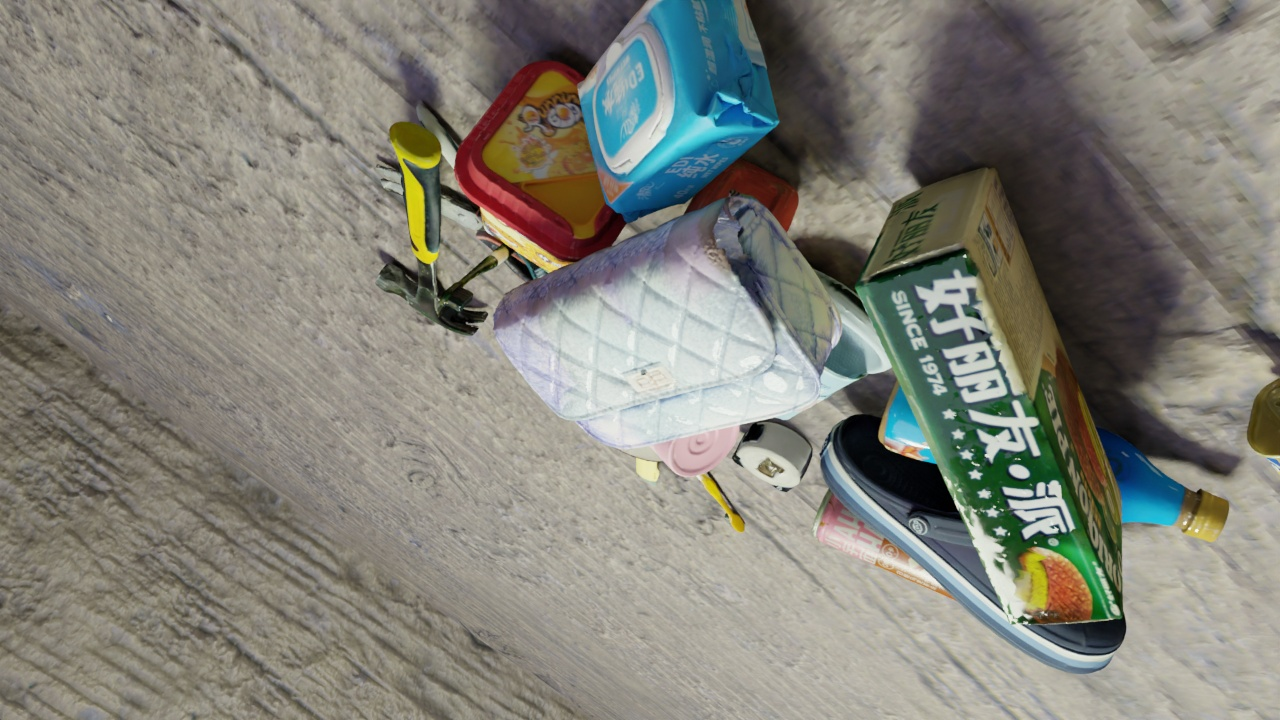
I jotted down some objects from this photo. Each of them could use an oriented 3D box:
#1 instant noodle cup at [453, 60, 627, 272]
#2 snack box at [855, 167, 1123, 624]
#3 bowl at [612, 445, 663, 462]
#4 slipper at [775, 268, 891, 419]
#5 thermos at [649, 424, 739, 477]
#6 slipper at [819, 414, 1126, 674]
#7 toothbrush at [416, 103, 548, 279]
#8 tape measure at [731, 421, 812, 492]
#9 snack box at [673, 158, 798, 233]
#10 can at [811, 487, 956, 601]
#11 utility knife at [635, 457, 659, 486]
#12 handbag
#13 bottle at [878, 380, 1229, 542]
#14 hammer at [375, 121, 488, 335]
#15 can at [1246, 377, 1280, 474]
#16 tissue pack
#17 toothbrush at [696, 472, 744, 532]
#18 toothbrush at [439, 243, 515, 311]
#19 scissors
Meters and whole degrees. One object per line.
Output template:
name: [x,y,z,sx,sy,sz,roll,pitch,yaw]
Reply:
instant noodle cup: [-0.058,-0.122,0.637,0.116,0.116,0.124,34,164,-2]
snack box: [0.205,0.023,0.516,0.063,0.114,0.240,-16,113,34]
bowl: [-0.002,0.034,0.859,0.116,0.066,0.117,25,150,15]
slipper: [0.090,-0.002,0.702,0.104,0.074,0.246,42,152,-15]
thermos: [-0.004,0.004,0.743,0.198,0.067,0.087,46,160,43]
slipper: [0.255,0.117,0.687,0.253,0.104,0.095,37,137,17]
toothbrush: [-0.123,-0.129,0.757,0.018,0.016,0.191,-17,117,37]
tape measure: [0.124,0.088,0.851,0.066,0.033,0.066,30,152,3]
snack box: [0.056,-0.079,0.600,0.082,0.091,0.080,28,145,5]
can: [0.234,0.164,0.833,0.147,0.057,0.058,22,150,20]
utility knife: [0.009,0.083,0.978,0.031,0.020,0.199,21,151,13]
handbag: [0.015,-0.015,0.563,0.194,0.075,0.134,-19,120,40]
bottle: [0.277,0.067,0.627,0.219,0.065,0.065,21,150,21]
hammer: [-0.194,-0.108,0.840,0.126,0.031,0.324,33,157,2]
can: [0.397,0.049,0.485,0.083,0.057,0.102,41,152,-20]
tissue pack: [0.015,-0.145,0.521,0.140,0.063,0.090,-29,73,59]
toothbrush: [0.069,0.130,0.996,0.018,0.016,0.191,14,148,47]
toothbrush: [-0.102,-0.077,0.684,0.017,0.185,0.012,26,120,3]
scissors: [-0.142,-0.114,0.822,0.206,0.015,0.197,3,140,44]
